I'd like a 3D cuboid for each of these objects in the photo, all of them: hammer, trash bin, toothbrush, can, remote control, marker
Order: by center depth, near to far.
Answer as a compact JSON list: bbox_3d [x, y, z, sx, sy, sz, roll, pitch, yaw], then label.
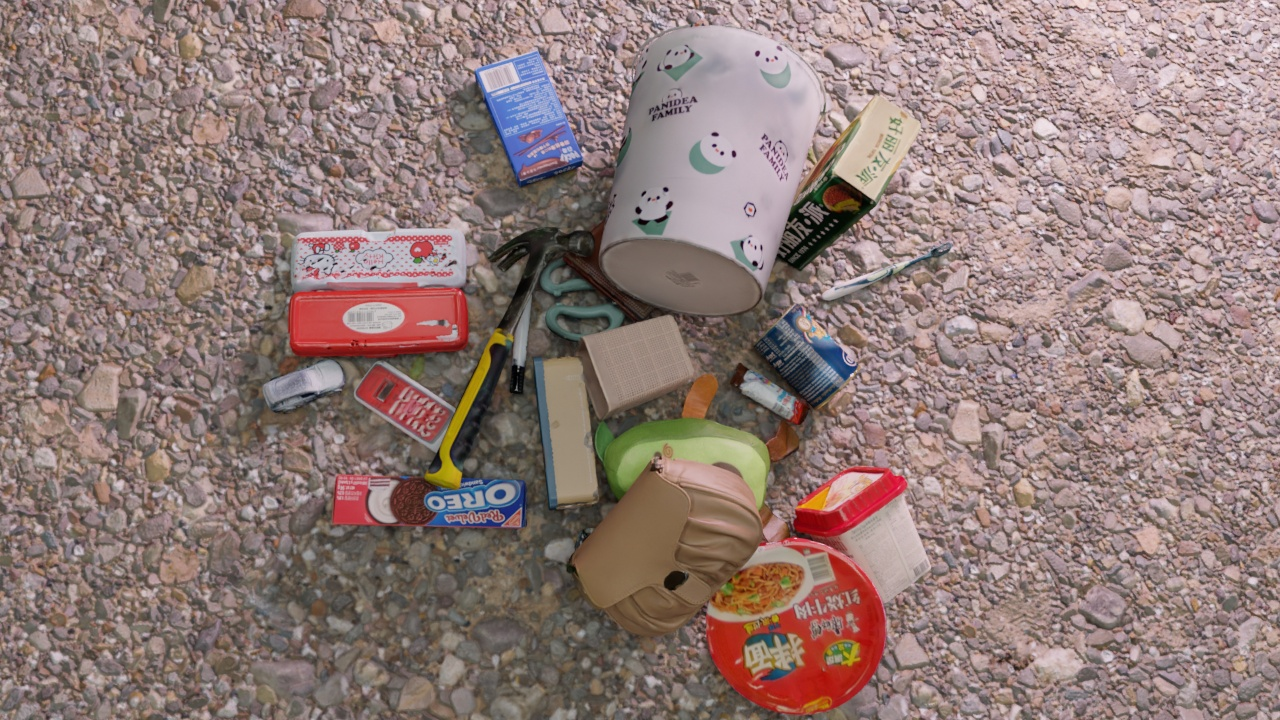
[{"bbox_3d":[-0.161,-0.010,1.025,0.126,0.032,0.322,8,67,35],"label":"hammer"},{"bbox_3d":[0.071,-0.199,1.026,0.229,0.230,0.251,16,71,-4],"label":"trash bin"},{"bbox_3d":[-0.260,0.056,1.050,0.136,0.020,0.055,34,76,1],"label":"remote control"},{"bbox_3d":[-0.142,-0.024,1.083,0.018,0.023,0.130,8,75,-17],"label":"marker"},{"bbox_3d":[0.195,-0.006,1.092,0.075,0.075,0.111,-43,86,-13],"label":"can"},{"bbox_3d":[0.313,-0.113,1.158,0.191,0.018,0.016,-22,82,-11],"label":"toothbrush"}]

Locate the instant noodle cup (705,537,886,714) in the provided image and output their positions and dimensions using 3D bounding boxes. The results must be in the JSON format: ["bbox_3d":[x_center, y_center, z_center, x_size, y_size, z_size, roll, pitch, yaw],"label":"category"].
[{"bbox_3d":[0.170,0.285,1.015,0.194,0.065,0.194,0,94,8],"label":"instant noodle cup"}]

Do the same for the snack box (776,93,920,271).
[{"bbox_3d":[0.222,-0.195,1.050,0.063,0.240,0.114,33,75,-2],"label":"snack box"}]

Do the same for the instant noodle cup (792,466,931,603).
[{"bbox_3d":[0.256,0.199,1.042,0.116,0.116,0.124,-31,95,-18],"label":"instant noodle cup"}]

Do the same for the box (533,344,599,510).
[{"bbox_3d":[-0.086,0.076,1.034,0.059,0.090,0.184,-8,77,-9],"label":"box"}]

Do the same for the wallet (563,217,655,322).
[{"bbox_3d":[-0.016,-0.114,1.097,0.124,0.032,0.101,39,61,3],"label":"wallet"}]

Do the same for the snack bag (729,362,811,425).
[{"bbox_3d":[0.156,0.042,1.100,0.105,0.026,0.045,31,43,3],"label":"snack bag"}]

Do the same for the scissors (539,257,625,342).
[{"bbox_3d":[-0.033,-0.064,1.100,0.180,0.019,0.139,6,67,-13],"label":"scissors"}]

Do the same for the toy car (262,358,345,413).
[{"bbox_3d":[-0.380,0.027,1.035,0.090,0.034,0.043,-21,78,-12],"label":"toy car"}]

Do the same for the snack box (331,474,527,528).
[{"bbox_3d":[-0.228,0.157,1.015,0.207,0.058,0.057,3,81,-7],"label":"snack box"}]

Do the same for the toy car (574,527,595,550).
[{"bbox_3d":[-0.025,0.211,1.041,0.105,0.031,0.049,-2,77,-18],"label":"toy car"}]

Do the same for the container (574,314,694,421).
[{"bbox_3d":[-0.006,0.006,1.059,0.110,0.090,0.090,-18,81,-14],"label":"container"}]

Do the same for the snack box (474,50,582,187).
[{"bbox_3d":[-0.138,-0.299,1.135,0.084,0.026,0.157,-21,82,-11],"label":"snack box"}]

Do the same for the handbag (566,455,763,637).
[{"bbox_3d":[0.027,0.198,0.956,0.147,0.099,0.205,31,112,-18],"label":"handbag"}]

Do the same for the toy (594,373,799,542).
[{"bbox_3d":[0.069,0.129,1.037,0.246,0.090,0.227,8,85,-15],"label":"toy"}]

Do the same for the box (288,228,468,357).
[{"bbox_3d":[-0.303,-0.082,1.064,0.201,0.038,0.157,-3,76,-9],"label":"box"}]
